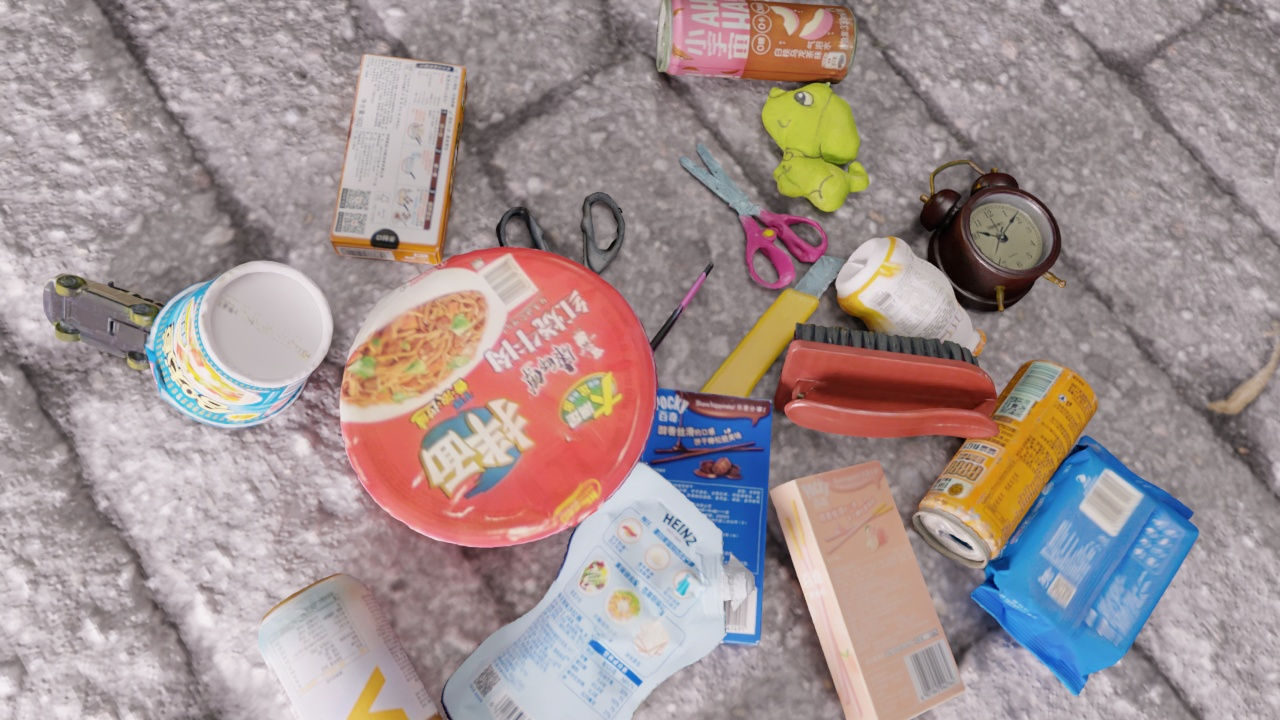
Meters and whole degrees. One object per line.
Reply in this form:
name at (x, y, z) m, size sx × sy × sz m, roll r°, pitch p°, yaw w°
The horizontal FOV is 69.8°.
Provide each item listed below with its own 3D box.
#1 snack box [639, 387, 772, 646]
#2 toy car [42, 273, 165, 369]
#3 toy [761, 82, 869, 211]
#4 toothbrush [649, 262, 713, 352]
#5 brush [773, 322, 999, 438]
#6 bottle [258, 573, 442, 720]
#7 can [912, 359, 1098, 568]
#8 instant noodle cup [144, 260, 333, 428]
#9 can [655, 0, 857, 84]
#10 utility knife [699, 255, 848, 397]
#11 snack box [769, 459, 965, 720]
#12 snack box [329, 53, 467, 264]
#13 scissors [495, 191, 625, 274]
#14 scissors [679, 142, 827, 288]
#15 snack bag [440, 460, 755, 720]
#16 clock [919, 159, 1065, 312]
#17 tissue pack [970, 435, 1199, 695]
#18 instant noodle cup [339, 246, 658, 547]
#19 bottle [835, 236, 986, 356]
snack box at (0.038, 0.099, 0.594) m, size 0.084 × 0.026 × 0.157 m, roll 6°, pitch 78°, yaw -6°
toy car at (-0.336, -0.027, 0.588) m, size 0.090 × 0.042 × 0.035 m, roll 20°, pitch 26°, yaw -2°
toy at (0.134, -0.165, 0.698) m, size 0.097 × 0.031 × 0.100 m, roll 22°, pitch 75°, yaw 0°
toothbrush at (-0.004, 0.004, 0.628) m, size 0.018 × 0.014 × 0.189 m, roll 32°, pitch 74°, yaw 10°
brush at (0.167, 0.021, 0.616) m, size 0.146 × 0.063 × 0.069 m, roll 6°, pitch 46°, yaw -1°
bottle at (-0.146, 0.215, 0.519) m, size 0.068 × 0.068 × 0.189 m, roll -31°, pitch 78°, yaw -16°
can at (0.248, 0.068, 0.623) m, size 0.058 × 0.058 × 0.145 m, roll 41°, pitch 72°, yaw 7°
instant noodle cup at (-0.231, -0.012, 0.543) m, size 0.099 × 0.110 × 0.099 m, roll 6°, pitch 79°, yaw -33°
can at (0.088, -0.246, 0.704) m, size 0.147 × 0.058 × 0.057 m, roll 1°, pitch 72°, yaw -7°
utility knife at (0.086, -0.007, 0.647) m, size 0.033 × 0.015 × 0.192 m, roll 40°, pitch 75°, yaw 3°
snack box at (0.144, 0.146, 0.585) m, size 0.084 × 0.026 × 0.157 m, roll -6°, pitch 71°, yaw -36°
snack box at (-0.170, -0.145, 0.655) m, size 0.075 × 0.026 × 0.153 m, roll 5°, pitch 71°, yaw -5°
scissors at (-0.045, -0.044, 0.648) m, size 0.170 × 0.014 × 0.159 m, roll 31°, pitch 74°, yaw 2°
scissors at (0.086, -0.118, 0.687) m, size 0.077 × 0.017 × 0.137 m, roll -28°, pitch 74°, yaw -14°
snack bag at (-0.023, 0.163, 0.547) m, size 0.110 × 0.039 × 0.191 m, roll 40°, pitch 85°, yaw 20°
clock at (0.255, -0.094, 0.678) m, size 0.082 × 0.055 × 0.122 m, roll -20°, pitch 74°, yaw -13°
tissue pack at (0.294, 0.133, 0.611) m, size 0.095 × 0.052 × 0.157 m, roll 40°, pitch 72°, yaw 8°
instant noodle cup at (-0.085, 0.026, 0.581) m, size 0.194 × 0.066 × 0.193 m, roll -1°, pitch 70°, yaw 2°
bottle at (0.193, -0.037, 0.648) m, size 0.108 × 0.063 × 0.063 m, roll 36°, pitch 71°, yaw -10°
